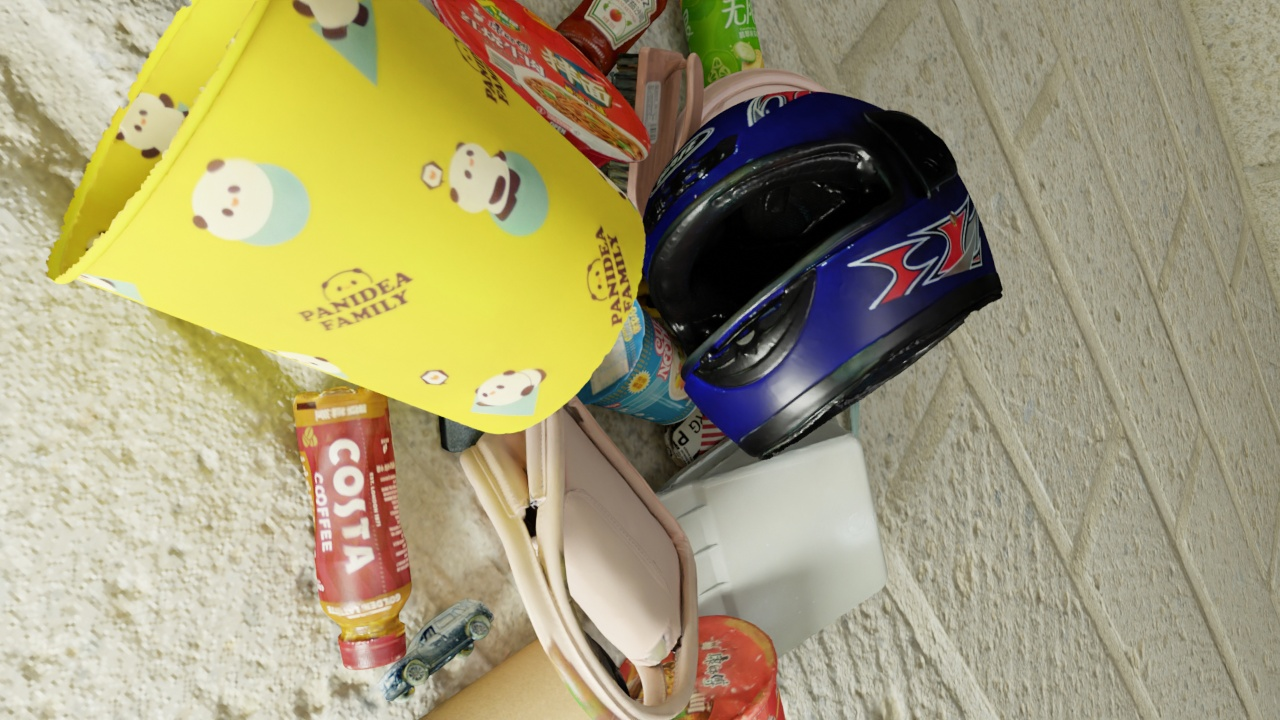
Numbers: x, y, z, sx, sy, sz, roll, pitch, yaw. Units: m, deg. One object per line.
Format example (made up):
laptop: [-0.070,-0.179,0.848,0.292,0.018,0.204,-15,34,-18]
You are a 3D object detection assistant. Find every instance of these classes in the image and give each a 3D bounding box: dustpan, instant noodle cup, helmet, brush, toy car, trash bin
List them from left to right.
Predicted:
trash bin: [-0.149,-0.088,0.528,0.255,0.230,0.229,32,62,-38]
toy car: [-0.139,0.195,0.621,0.034,0.043,0.090,50,44,9]
instant noodle cup: [-0.085,-0.193,0.675,0.194,0.066,0.193,35,26,-20]
instant noodle cup: [-0.004,0.004,0.750,0.110,0.099,0.099,27,65,-47]
brush: [0.013,-0.188,0.779,0.063,0.073,0.146,-23,122,-58]
instant noodle cup: [0.058,0.291,0.737,0.137,0.138,0.109,-40,119,-40]
dustpan: [0.129,0.153,0.885,0.257,0.143,0.223,-21,108,-16]
helmet: [0.116,-0.081,0.697,0.240,0.248,0.314,53,33,11]

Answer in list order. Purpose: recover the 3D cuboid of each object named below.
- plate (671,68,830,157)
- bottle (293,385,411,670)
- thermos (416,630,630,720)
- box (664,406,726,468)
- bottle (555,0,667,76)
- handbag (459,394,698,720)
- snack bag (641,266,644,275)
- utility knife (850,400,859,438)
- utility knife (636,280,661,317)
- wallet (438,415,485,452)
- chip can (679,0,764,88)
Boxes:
plate: [0.125,-0.156,0.856,0.229,0.028,0.229,-2,98,-18]
bottle: [-0.180,0.104,0.583,0.057,0.058,0.175,-7,88,-44]
thermos: [-0.081,0.246,0.639,0.143,0.093,0.093,-20,97,-36]
box: [0.072,0.030,0.844,0.163,0.051,0.068,-61,146,-31]
bottle: [0.003,-0.327,0.799,0.060,0.060,0.205,48,67,-28]
handbag: [-0.030,0.146,0.612,0.193,0.093,0.234,52,8,-27]
snack bag: [-0.027,-0.113,0.787,0.104,0.026,0.048,35,50,-35]
utility knife: [0.234,0.135,1.007,0.029,0.013,0.218,13,77,-40]
utility knife: [0.033,-0.056,0.842,0.171,0.015,0.033,-3,88,-44]
wallet: [-0.112,0.005,0.694,0.097,0.019,0.121,-4,87,-42]
chip can: [0.081,-0.306,0.890,0.072,0.073,0.221,-15,93,-44]
